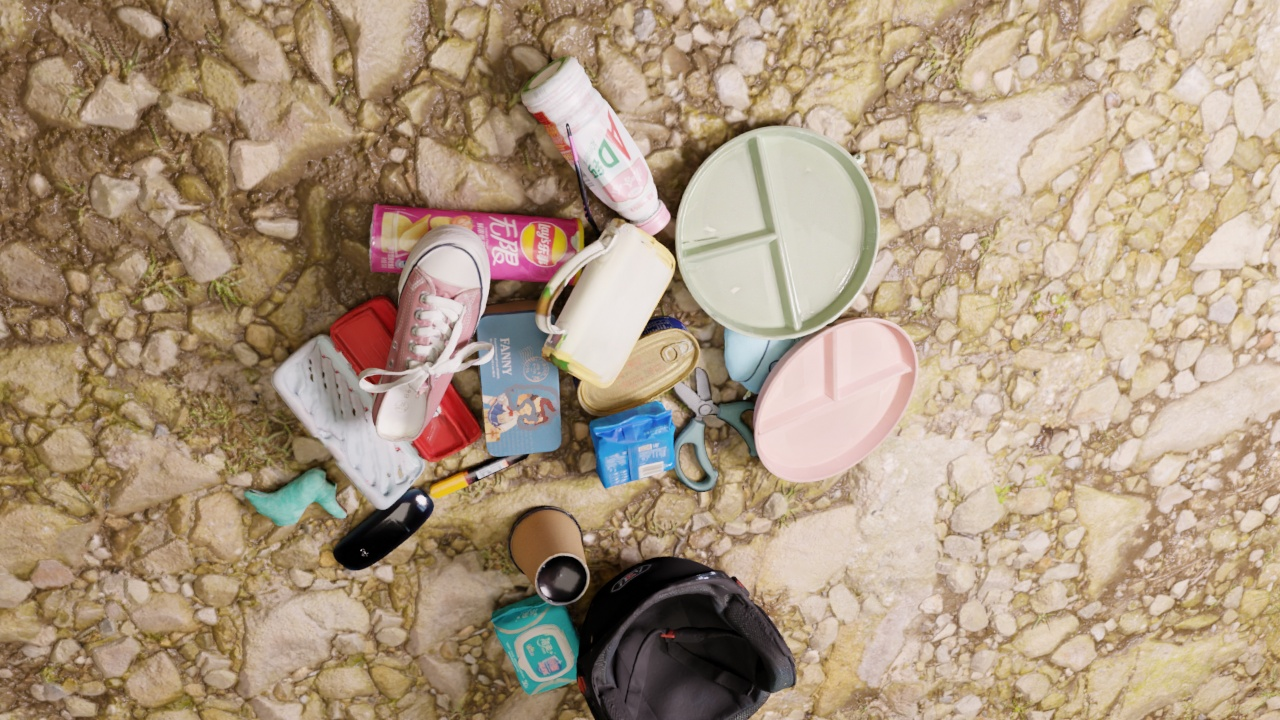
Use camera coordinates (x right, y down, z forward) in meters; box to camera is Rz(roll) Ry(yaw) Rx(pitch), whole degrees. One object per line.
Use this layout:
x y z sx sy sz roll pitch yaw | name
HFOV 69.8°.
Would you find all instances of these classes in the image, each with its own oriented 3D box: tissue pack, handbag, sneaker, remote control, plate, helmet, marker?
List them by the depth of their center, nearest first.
-0.208 -0.013 0.902 0.118 0.087 0.241 16 112 -23 | sneaker
-0.049 -0.067 0.928 0.163 0.063 0.178 -62 156 -1 | handbag
0.148 -0.137 0.999 0.230 0.027 0.230 -2 103 -9 | plate
-0.009 0.094 1.048 0.095 0.052 0.157 -15 153 -6 | tissue pack
-0.301 0.202 1.076 0.136 0.024 0.053 -39 116 6 | remote control
-0.188 0.130 1.076 0.124 0.015 0.018 -23 117 -5 | marker
0.230 0.046 1.096 0.229 0.028 0.230 -14 126 -21 | plate
0.035 0.350 1.101 0.233 0.230 0.275 -29 118 -16 | helmet
-0.126 0.356 1.166 0.093 0.050 0.133 -21 115 -2 | tissue pack

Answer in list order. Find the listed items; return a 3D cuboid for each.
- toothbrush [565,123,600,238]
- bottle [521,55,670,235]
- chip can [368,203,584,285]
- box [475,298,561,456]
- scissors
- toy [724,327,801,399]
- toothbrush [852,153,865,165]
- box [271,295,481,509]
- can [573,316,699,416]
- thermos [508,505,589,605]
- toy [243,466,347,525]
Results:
-0.059 -0.164 0.939 0.018 0.014 0.189 -13 140 0 | toothbrush
-0.038 -0.211 0.935 0.068 0.068 0.197 -38 118 5 | bottle
-0.167 -0.118 0.942 0.210 0.071 0.071 2 112 -13 | chip can
-0.135 0.012 1.011 0.089 0.063 0.184 -7 116 -10 | box
0.079 0.092 1.116 0.176 0.019 0.172 38 101 -25 | scissors
0.141 -0.033 1.058 0.161 0.050 0.156 27 97 -23 | toy
0.165 -0.181 1.017 0.189 0.029 0.020 -28 159 -1 | toothbrush
-0.281 0.046 0.994 0.160 0.063 0.201 -38 117 -14 | box
-0.006 0.006 1.042 0.148 0.049 0.074 -29 116 1 | can
-0.103 0.230 1.074 0.093 0.143 0.093 -3 100 -14 | thermos
-0.382 0.157 1.037 0.092 0.030 0.096 -33 122 5 | toy
